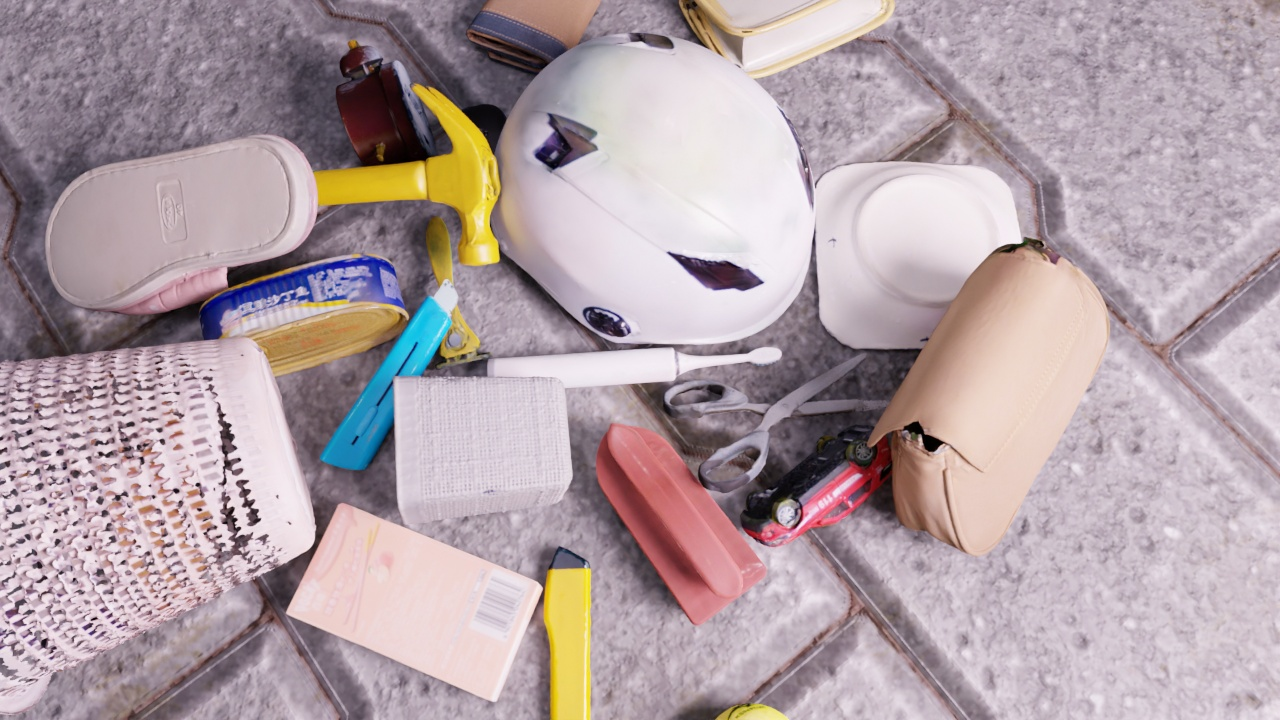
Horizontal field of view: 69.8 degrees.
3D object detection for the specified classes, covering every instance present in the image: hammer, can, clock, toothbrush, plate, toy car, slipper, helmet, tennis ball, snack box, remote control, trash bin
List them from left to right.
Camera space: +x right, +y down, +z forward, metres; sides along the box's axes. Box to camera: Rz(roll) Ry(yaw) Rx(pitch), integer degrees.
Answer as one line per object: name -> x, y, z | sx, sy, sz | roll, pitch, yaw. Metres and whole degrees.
trash bin -> -0.324, 0.080, 0.587 | 0.192, 0.228, 0.227 | -17, 72, -18
slipper -> -0.338, -0.100, 0.679 | 0.275, 0.054, 0.114 | -11, 91, 26
can -> -0.250, -0.032, 0.682 | 0.148, 0.075, 0.049 | -18, 70, -5
hammer -> -0.244, -0.130, 0.691 | 0.301, 0.032, 0.129 | -1, 99, 19
clock -> -0.205, -0.202, 0.734 | 0.055, 0.082, 0.122 | -20, 76, 1
snack box -> -0.156, 0.167, 0.640 | 0.157, 0.026, 0.084 | 20, 74, 8
remote control -> -0.123, -0.154, 0.746 | 0.053, 0.024, 0.136 | -14, 72, -4
toothbrush -> -0.004, 0.004, 0.691 | 0.221, 0.026, 0.026 | -4, 73, 0
helmet -> 0.018, -0.138, 0.668 | 0.258, 0.146, 0.228 | 33, 72, 6
tennis ball -> 0.072, 0.254, 0.587 | 0.065, 0.065, 0.065 | 0, 72, 1
toy car -> 0.126, 0.091, 0.646 | 0.120, 0.053, 0.045 | -33, 99, -14
plate -> 0.220, -0.089, 0.715 | 0.163, 0.034, 0.164 | 0, 71, 1

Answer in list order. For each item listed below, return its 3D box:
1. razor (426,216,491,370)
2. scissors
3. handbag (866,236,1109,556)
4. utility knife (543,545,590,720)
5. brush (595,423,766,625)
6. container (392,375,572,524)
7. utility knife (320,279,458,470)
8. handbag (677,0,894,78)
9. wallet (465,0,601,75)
razor -> -0.150, -0.057, 0.715 | 0.043, 0.028, 0.132 | -14, 70, 0
scissors -> 0.098, 0.037, 0.670 | 0.159, 0.014, 0.178 | 21, 50, 23
handbag -> 0.233, 0.022, 0.624 | 0.100, 0.148, 0.204 | 22, 69, 41
utility knife -> -0.050, 0.224, 0.625 | 0.033, 0.015, 0.192 | -2, 72, 4
brush -> 0.021, 0.105, 0.635 | 0.063, 0.069, 0.146 | -34, 74, -11
container -> -0.110, 0.060, 0.637 | 0.114, 0.090, 0.090 | -3, 73, -12
utility knife -> -0.181, 0.011, 0.681 | 0.034, 0.018, 0.162 | 31, 85, 4
handbag -> 0.112, -0.332, 0.791 | 0.163, 0.063, 0.178 | -26, 58, -8
wallet -> -0.086, -0.305, 0.792 | 0.090, 0.033, 0.115 | 23, 73, 5
